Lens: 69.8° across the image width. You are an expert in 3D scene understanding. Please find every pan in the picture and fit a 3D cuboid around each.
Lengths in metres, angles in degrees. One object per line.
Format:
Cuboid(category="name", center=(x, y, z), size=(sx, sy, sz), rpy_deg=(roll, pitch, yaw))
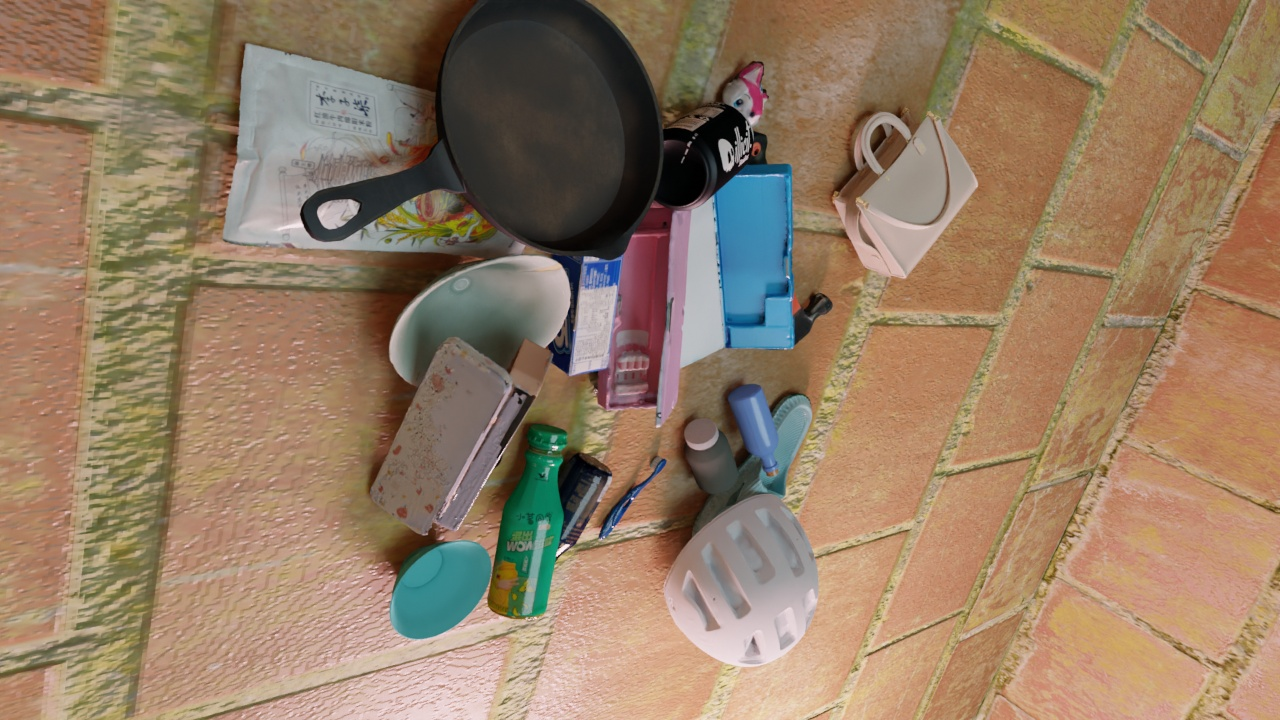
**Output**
Cuboid(category="pan", center=(-0.122, -0.172, 0.753), size=(0.354, 0.043, 0.249), rpy_deg=(-34, 109, -36))

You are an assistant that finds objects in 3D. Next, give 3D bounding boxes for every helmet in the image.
Cuboid(category="helmet", center=(0.150, 0.312, 1.312), size=(0.223, 0.184, 0.283), rpy_deg=(-30, 126, -24))

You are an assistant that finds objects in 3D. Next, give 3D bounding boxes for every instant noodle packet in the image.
Cuboid(category="instant noodle packet", center=(-0.195, -0.155, 0.756), size=(0.268, 0.057, 0.147), rpy_deg=(-1, 107, -43))

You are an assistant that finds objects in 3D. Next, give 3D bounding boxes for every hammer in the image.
Cuboid(category="hammer", center=(0.167, -0.144, 1.148), size=(0.132, 0.033, 0.333), rpy_deg=(-41, 136, -18))

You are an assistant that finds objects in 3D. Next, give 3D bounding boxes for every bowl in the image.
Cuboid(category="bowl", center=(-0.155, -0.052, 0.842), size=(0.174, 0.068, 0.174), rpy_deg=(-23, 148, -16))
Cuboid(category="bowl", center=(-0.223, 0.233, 0.978), size=(0.120, 0.046, 0.121), rpy_deg=(-24, 130, -33))

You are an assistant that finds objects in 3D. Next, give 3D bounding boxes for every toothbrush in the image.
Cuboid(category="toothbrush", center=(-0.012, 0.176, 1.181), size=(0.132, 0.016, 0.021), rpy_deg=(-50, 139, -5))

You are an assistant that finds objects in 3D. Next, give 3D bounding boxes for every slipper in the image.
Cuboid(category="slipper", center=(0.178, 0.173, 1.329), size=(0.276, 0.069, 0.116), rpy_deg=(-56, 143, -3))

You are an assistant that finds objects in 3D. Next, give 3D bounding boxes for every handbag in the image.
Cuboid(category="handbag", center=(0.338, -0.241, 1.220), size=(0.194, 0.101, 0.198), rpy_deg=(-50, 127, -9))

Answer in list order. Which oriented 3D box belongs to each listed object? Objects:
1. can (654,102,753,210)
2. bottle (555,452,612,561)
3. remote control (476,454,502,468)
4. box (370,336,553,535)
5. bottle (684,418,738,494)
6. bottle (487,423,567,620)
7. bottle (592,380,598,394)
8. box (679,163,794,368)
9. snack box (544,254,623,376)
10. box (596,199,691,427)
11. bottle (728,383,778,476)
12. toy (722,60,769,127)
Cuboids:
Cuboid(category="can", center=(0.060, -0.208, 0.921), size=(0.145, 0.080, 0.080), rpy_deg=(-48, 148, -55))
Cuboid(category="bottle", center=(-0.091, 0.187, 1.074), size=(0.056, 0.056, 0.161), rpy_deg=(27, 94, -50))
Cuboid(category="remote control", center=(-0.171, 0.057, 0.940), size=(0.045, 0.021, 0.141), rpy_deg=(-31, 132, -30))
Cuboid(category="box", center=(-0.163, 0.069, 0.880), size=(0.107, 0.095, 0.217), rpy_deg=(-31, 158, -56))
Cuboid(category="bottle", center=(0.092, 0.127, 1.217), size=(0.060, 0.060, 0.108), rpy_deg=(-41, 137, -19))
Cuboid(category="bottle", center=(-0.120, 0.177, 1.015), size=(0.068, 0.068, 0.210), rpy_deg=(6, 97, -47))
Cuboid(category="bottle", center=(-0.006, 0.006, 1.057), size=(0.109, 0.043, 0.043), rpy_deg=(-46, 138, -14))
Cuboid(category="box", center=(0.098, -0.110, 1.089), size=(0.174, 0.063, 0.244), rpy_deg=(-12, 128, -5))
Cuboid(category="snack box", center=(-0.054, -0.098, 0.931), size=(0.059, 0.059, 0.227), rpy_deg=(-12, 121, -37))
Cuboid(category="box", center=(0.018, -0.050, 0.965), size=(0.099, 0.099, 0.233), rpy_deg=(-3, 108, -25))
Cuboid(category="bottle", center=(0.161, 0.099, 1.245), size=(0.048, 0.048, 0.131), rpy_deg=(-32, 112, -28))
Cuboid(category="toy", center=(0.109, -0.268, 0.998), size=(0.102, 0.050, 0.065), rpy_deg=(-49, 144, -3))
